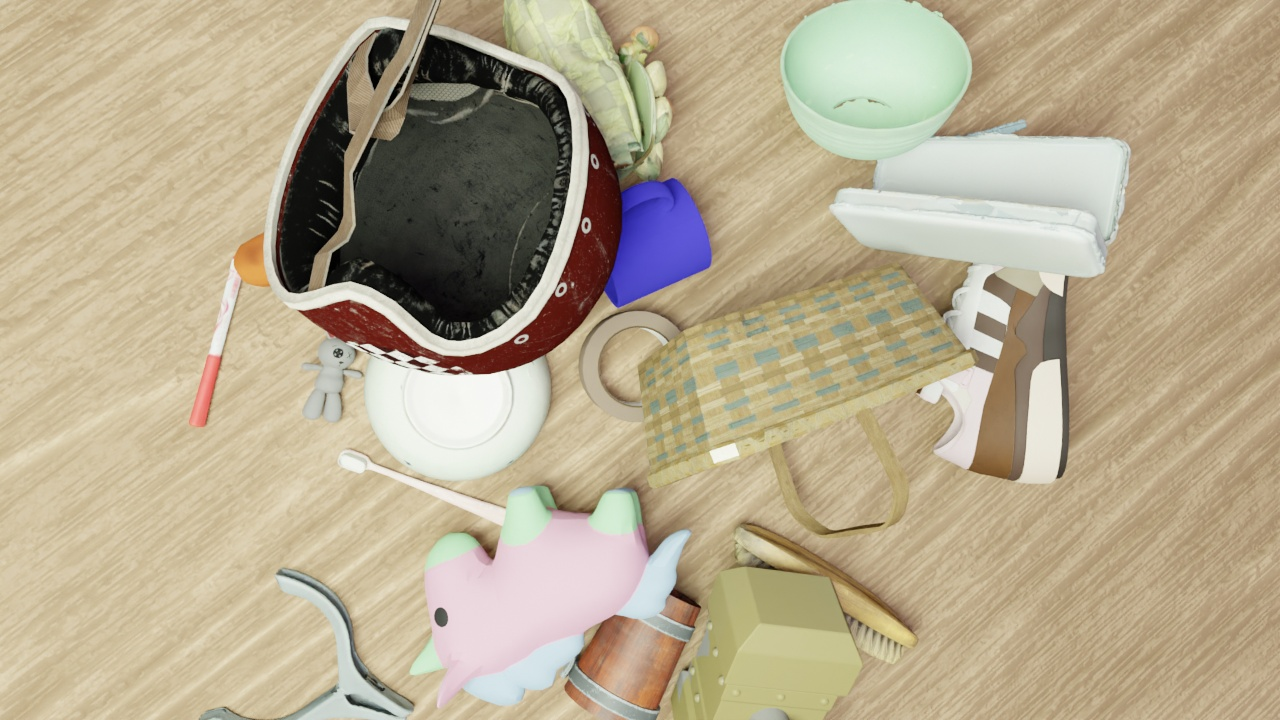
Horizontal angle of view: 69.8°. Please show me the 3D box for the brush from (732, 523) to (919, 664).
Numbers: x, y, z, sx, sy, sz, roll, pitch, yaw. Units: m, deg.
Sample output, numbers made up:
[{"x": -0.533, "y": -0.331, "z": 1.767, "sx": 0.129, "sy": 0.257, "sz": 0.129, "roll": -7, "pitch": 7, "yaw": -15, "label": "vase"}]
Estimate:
[{"x": 0.160, "y": 0.206, "z": 0.809, "sx": 0.195, "sy": 0.059, "sz": 0.043, "roll": 33, "pitch": 96, "yaw": -9, "label": "brush"}]

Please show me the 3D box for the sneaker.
[{"x": 0.306, "y": -0.041, "z": 0.812, "sx": 0.116, "sy": 0.111, "sz": 0.294, "roll": 0, "pitch": 92, "yaw": 12, "label": "sneaker"}]

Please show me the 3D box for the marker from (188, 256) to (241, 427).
[{"x": -0.334, "y": -0.017, "z": 0.726, "sx": 0.013, "sy": 0.013, "sz": 0.142, "roll": 15, "pitch": 90, "yaw": -11, "label": "marker"}]

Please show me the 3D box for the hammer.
[{"x": 0.108, "y": 0.326, "z": 0.652, "sx": 0.100, "sy": 0.324, "sz": 0.191, "roll": 10, "pitch": 119, "yaw": -11, "label": "hammer"}]

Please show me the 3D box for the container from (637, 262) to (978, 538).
[{"x": 0.135, "y": 0.049, "z": 0.727, "sx": 0.249, "sy": 0.158, "sz": 0.186, "roll": -18, "pitch": 82, "yaw": -23, "label": "container"}]

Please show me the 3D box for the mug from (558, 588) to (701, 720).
[{"x": -0.019, "y": 0.234, "z": 0.775, "sx": 0.117, "sy": 0.081, "sz": 0.111, "roll": 26, "pitch": 84, "yaw": 13, "label": "mug"}]

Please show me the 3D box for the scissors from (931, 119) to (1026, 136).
[{"x": 0.294, "y": -0.196, "z": 0.837, "sx": 0.136, "sy": 0.015, "sz": 0.055, "roll": -22, "pitch": 99, "yaw": -15, "label": "scissors"}]

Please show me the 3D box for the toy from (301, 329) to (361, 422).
[{"x": -0.243, "y": -0.005, "z": 0.735, "sx": 0.049, "sy": 0.030, "sz": 0.111, "roll": 12, "pitch": 94, "yaw": -40, "label": "toy"}]

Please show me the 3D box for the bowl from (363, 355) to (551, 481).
[{"x": -0.145, "y": 0.025, "z": 0.734, "sx": 0.153, "sy": 0.073, "sz": 0.153, "roll": 0, "pitch": 92, "yaw": -11, "label": "bowl"}]

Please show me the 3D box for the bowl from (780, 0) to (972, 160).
[{"x": 0.191, "y": -0.224, "z": 0.768, "sx": 0.151, "sy": 0.077, "sz": 0.150, "roll": -2, "pitch": 61, "yaw": 4, "label": "bowl"}]

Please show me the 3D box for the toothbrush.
[{"x": -0.164, "y": 0.112, "z": 0.764, "sx": 0.181, "sy": 0.018, "sz": 0.016, "roll": 23, "pitch": 96, "yaw": -12, "label": "toothbrush"}]

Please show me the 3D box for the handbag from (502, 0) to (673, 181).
[{"x": -0.036, "y": -0.224, "z": 0.722, "sx": 0.116, "sy": 0.113, "sz": 0.186, "roll": -24, "pitch": 96, "yaw": -17, "label": "handbag"}]

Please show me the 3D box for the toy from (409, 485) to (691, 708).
[{"x": -0.071, "y": 0.186, "z": 0.726, "sx": 0.222, "sy": 0.120, "sz": 0.171, "roll": 1, "pitch": 84, "yaw": 6, "label": "toy"}]

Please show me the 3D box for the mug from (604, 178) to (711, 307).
[{"x": 0.002, "y": -0.103, "z": 0.736, "sx": 0.083, "sy": 0.111, "sz": 0.079, "roll": -24, "pitch": 66, "yaw": -9, "label": "mug"}]

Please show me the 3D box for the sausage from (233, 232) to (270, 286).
[{"x": -0.242, "y": -0.110, "z": 0.721, "sx": 0.164, "sy": 0.044, "sz": 0.039, "roll": -34, "pitch": 73, "yaw": -7, "label": "sausage"}]

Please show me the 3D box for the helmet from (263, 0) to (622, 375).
[{"x": -0.133, "y": -0.111, "z": 0.607, "sx": 0.253, "sy": 0.234, "sz": 0.233, "roll": 19, "pitch": 71, "yaw": -39, "label": "helmet"}]

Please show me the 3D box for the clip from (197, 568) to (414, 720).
[{"x": -0.270, "y": 0.232, "z": 0.746, "sx": 0.168, "sy": 0.031, "sz": 0.164, "roll": 0, "pitch": 95, "yaw": -11, "label": "clip"}]

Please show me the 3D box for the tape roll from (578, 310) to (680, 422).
[{"x": -0.005, "y": 0.005, "z": 0.780, "sx": 0.093, "sy": 0.030, "sz": 0.094, "roll": -1, "pitch": 93, "yaw": -11, "label": "tape roll"}]

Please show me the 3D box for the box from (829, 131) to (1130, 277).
[{"x": 0.262, "y": -0.131, "z": 0.731, "sx": 0.105, "sy": 0.211, "sz": 0.130, "roll": 13, "pitch": 86, "yaw": -55, "label": "box"}]
